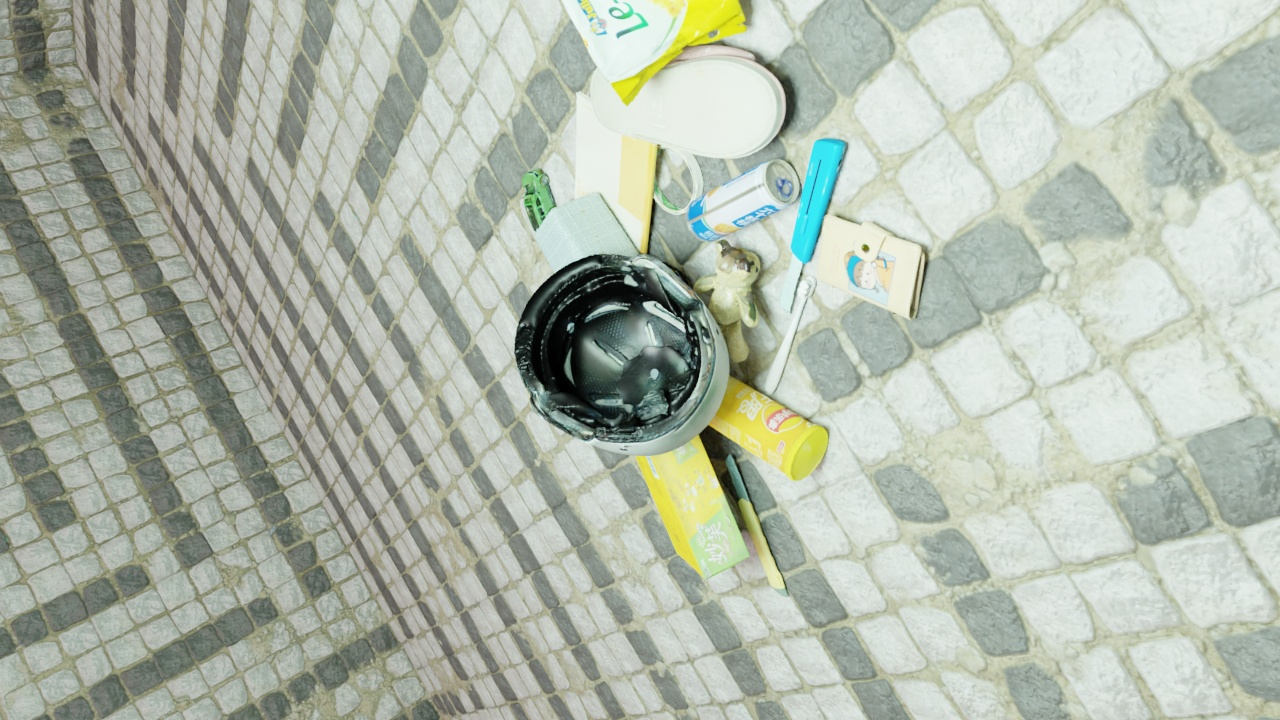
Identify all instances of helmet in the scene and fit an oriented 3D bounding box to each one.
[{"bbox_3d":[-0.006,0.006,1.090,0.274,0.230,0.157,31,173,39],"label":"helmet"}]

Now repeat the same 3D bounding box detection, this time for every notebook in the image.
[{"bbox_3d":[-0.036,-0.222,1.178,0.146,0.010,0.207,41,145,28],"label":"notebook"}]

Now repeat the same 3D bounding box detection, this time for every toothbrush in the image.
[{"bbox_3d":[0.169,-0.024,1.058,0.016,0.016,0.180,43,141,29],"label":"toothbrush"}]

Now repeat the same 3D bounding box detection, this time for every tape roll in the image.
[{"bbox_3d":[0.040,-0.217,1.099,0.086,0.013,0.086,30,133,37],"label":"tape roll"}]

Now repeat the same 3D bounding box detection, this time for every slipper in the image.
[{"bbox_3d":[0.051,-0.286,1.006,0.275,0.054,0.114,17,125,42],"label":"slipper"}]

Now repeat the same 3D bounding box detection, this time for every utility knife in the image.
[{"bbox_3d":[0.177,-0.137,0.976,0.034,0.018,0.219,38,139,30],"label":"utility knife"},{"bbox_3d":[0.153,0.224,1.236,0.031,0.022,0.216,-8,112,52],"label":"utility knife"}]

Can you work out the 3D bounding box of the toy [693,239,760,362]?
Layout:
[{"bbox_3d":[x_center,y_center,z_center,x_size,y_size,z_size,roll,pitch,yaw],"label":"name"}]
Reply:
[{"bbox_3d":[0.110,-0.065,1.076,0.105,0.066,0.157,47,151,40],"label":"toy"}]

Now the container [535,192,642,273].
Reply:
[{"bbox_3d":[-0.072,-0.148,1.201,0.111,0.089,0.090,60,150,6],"label":"container"}]

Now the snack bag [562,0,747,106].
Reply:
[{"bbox_3d":[-0.010,-0.408,0.943,0.158,0.068,0.246,-29,86,14],"label":"snack bag"}]

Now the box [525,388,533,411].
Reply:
[{"bbox_3d":[-0.094,0.047,1.376,0.185,0.089,0.062,4,114,48],"label":"box"}]

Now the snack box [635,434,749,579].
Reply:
[{"bbox_3d":[0.057,0.171,1.232,0.210,0.070,0.158,66,170,-5],"label":"snack box"}]

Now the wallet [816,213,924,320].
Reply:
[{"bbox_3d":[0.232,-0.099,0.927,0.115,0.024,0.087,32,139,38],"label":"wallet"}]

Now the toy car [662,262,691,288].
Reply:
[{"bbox_3d":[0.018,-0.063,1.204,0.071,0.041,0.156,48,141,20],"label":"toy car"}]

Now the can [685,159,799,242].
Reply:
[{"bbox_3d":[0.110,-0.173,1.004,0.135,0.053,0.053,-18,97,54],"label":"can"}]

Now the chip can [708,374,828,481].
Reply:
[{"bbox_3d":[0.124,0.066,1.126,0.213,0.071,0.072,31,134,37],"label":"chip can"}]

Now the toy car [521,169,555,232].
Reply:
[{"bbox_3d":[-0.145,-0.226,1.311,0.043,0.036,0.091,-1,107,53],"label":"toy car"}]
